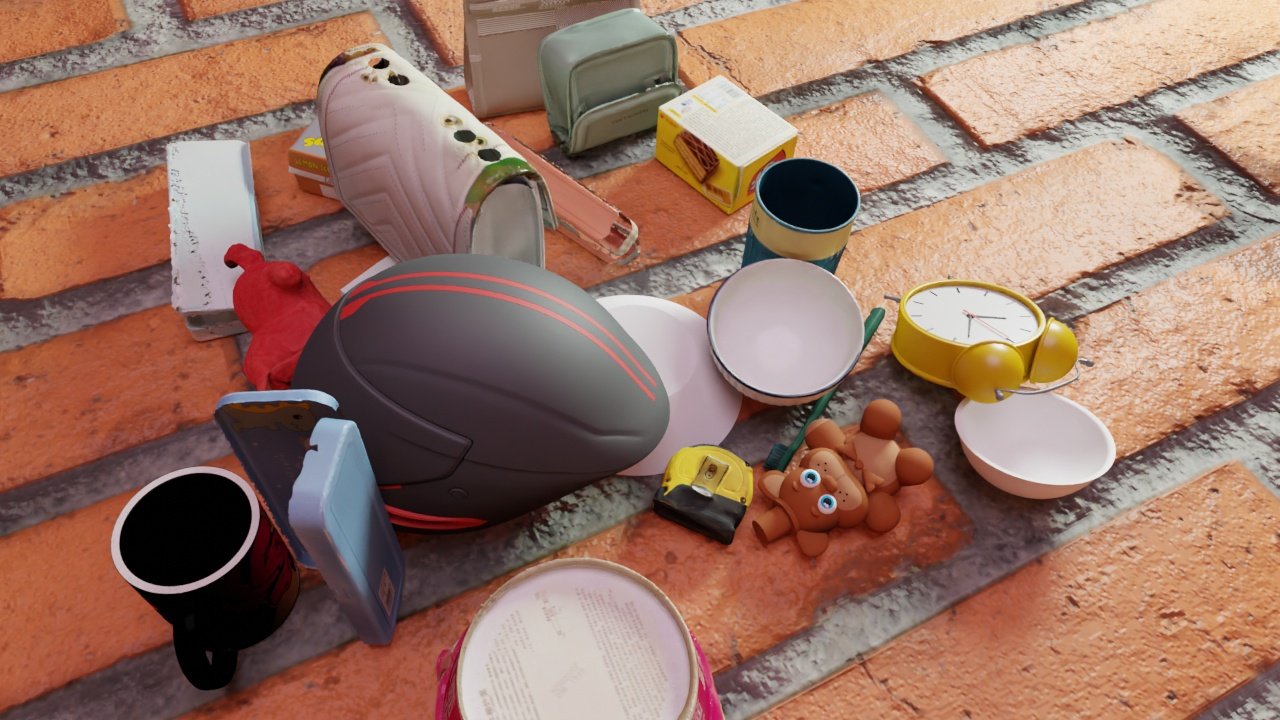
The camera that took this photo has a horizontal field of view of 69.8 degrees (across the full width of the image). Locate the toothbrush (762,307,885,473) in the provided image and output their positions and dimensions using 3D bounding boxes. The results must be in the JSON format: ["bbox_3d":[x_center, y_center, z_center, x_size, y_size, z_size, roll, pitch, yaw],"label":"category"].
[{"bbox_3d":[0.148,0.020,0.726,0.017,0.016,0.189,27,57,20],"label":"toothbrush"}]

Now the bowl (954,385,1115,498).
[{"bbox_3d":[0.285,0.068,0.679,0.110,0.041,0.109,0,36,0],"label":"bowl"}]

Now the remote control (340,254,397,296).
[{"bbox_3d":[-0.178,-0.081,0.772,0.143,0.024,0.049,-35,63,-26],"label":"remote control"}]

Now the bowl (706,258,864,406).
[{"bbox_3d":[0.109,-0.014,0.713,0.118,0.062,0.118,0,65,1],"label":"bowl"}]

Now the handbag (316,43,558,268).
[{"bbox_3d":[-0.159,-0.144,0.718,0.096,0.142,0.198,-33,63,-30],"label":"handbag"}]

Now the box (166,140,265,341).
[{"bbox_3d":[-0.353,-0.106,0.773,0.083,0.066,0.198,3,50,-32],"label":"box"}]

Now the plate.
[{"bbox_3d":[-0.005,0.004,0.714,0.174,0.036,0.173,2,54,-3],"label":"plate"}]

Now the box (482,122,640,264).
[{"bbox_3d":[-0.078,-0.142,0.824,0.188,0.062,0.058,39,86,19],"label":"box"}]

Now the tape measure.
[{"bbox_3d":[0.048,0.090,0.655,0.065,0.037,0.064,24,57,13],"label":"tape measure"}]

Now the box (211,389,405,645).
[{"bbox_3d":[-0.184,0.102,0.525,0.078,0.209,0.074,1,54,-3],"label":"box"}]

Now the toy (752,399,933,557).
[{"bbox_3d":[0.137,0.086,0.649,0.127,0.065,0.095,-28,69,-16],"label":"toy"}]

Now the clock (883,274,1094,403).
[{"bbox_3d":[0.266,-0.017,0.715,0.113,0.052,0.152,-17,36,-21],"label":"clock"}]

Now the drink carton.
[{"bbox_3d":[-0.259,-0.206,0.842,0.076,0.049,0.124,16,55,7],"label":"drink carton"}]

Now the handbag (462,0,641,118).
[{"bbox_3d":[-0.081,-0.332,0.853,0.175,0.198,0.062,-13,56,-13],"label":"handbag"}]

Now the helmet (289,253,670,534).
[{"bbox_3d":[-0.111,0.014,0.607,0.264,0.170,0.163,10,44,-3],"label":"helmet"}]

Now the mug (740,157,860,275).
[{"bbox_3d":[0.135,-0.110,0.764,0.083,0.107,0.113,21,56,13],"label":"mug"}]

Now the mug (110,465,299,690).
[{"bbox_3d":[-0.263,0.140,0.561,0.082,0.098,0.117,-7,55,-9],"label":"mug"}]

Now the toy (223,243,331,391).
[{"bbox_3d":[-0.280,-0.031,0.683,0.094,0.088,0.133,-41,85,-14],"label":"toy"}]

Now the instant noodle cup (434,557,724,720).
[{"bbox_3d":[-0.038,0.196,0.548,0.178,0.078,0.178,2,54,-2],"label":"instant noodle cup"}]

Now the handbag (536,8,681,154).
[{"bbox_3d":[-0.025,-0.259,0.862,0.121,0.106,0.067,-25,48,-20],"label":"handbag"}]

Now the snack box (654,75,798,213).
[{"bbox_3d":[0.079,-0.201,0.853,0.083,0.061,0.106,-35,63,-26],"label":"snack box"}]
